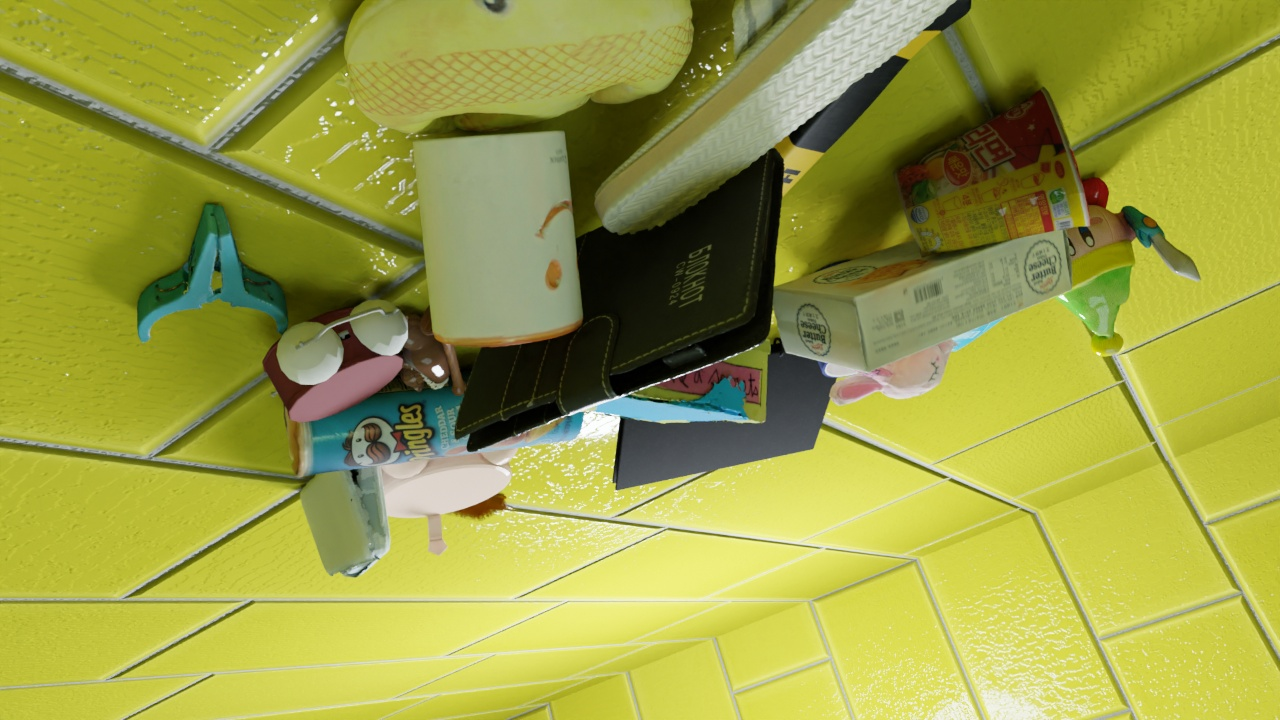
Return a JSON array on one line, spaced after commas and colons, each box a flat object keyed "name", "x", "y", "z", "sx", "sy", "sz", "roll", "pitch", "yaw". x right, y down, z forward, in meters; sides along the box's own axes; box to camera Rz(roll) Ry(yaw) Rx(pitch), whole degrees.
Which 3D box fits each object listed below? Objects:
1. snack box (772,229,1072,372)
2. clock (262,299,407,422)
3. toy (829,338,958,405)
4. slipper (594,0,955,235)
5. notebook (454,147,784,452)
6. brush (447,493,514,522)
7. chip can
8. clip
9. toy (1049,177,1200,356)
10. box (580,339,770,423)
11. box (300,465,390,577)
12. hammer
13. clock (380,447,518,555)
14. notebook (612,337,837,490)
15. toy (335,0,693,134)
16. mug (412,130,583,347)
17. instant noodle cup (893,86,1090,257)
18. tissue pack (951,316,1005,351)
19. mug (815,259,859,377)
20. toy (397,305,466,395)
[{"name": "snack box", "x": 0.216, "y": -0.055, "z": 0.708, "sx": 0.207, "sy": 0.057, "sz": 0.104, "roll": -19, "pitch": -164, "yaw": -22}, {"name": "clock", "x": -0.205, "y": -0.002, "z": 0.619, "sx": 0.087, "sy": 0.044, "sz": 0.125, "roll": -25, "pitch": 168, "yaw": -36}, {"name": "toy", "x": 0.213, "y": 0.008, "z": 0.765, "sx": 0.110, "sy": 0.047, "sz": 0.064, "roll": -8, "pitch": 146, "yaw": -14}, {"name": "slipper", "x": 0.078, "y": -0.158, "z": 0.464, "sx": 0.273, "sy": 0.054, "sz": 0.114, "roll": -38, "pitch": 173, "yaw": 23}, {"name": "notebook", "x": -0.014, "y": -0.035, "z": 0.542, "sx": 0.210, "sy": 0.169, "sz": 0.029, "roll": -23, "pitch": 125, "yaw": 31}, {"name": "brush", "x": -0.181, "y": 0.169, "z": 1.059, "sx": 0.048, "sy": 0.017, "sz": 0.126, "roll": -26, "pitch": 155, "yaw": 17}, {"name": "chip can", "x": -0.163, "y": 0.042, "z": 0.736, "sx": 0.229, "sy": 0.079, "sz": 0.080, "roll": -5, "pitch": 153, "yaw": -28}, {"name": "clip", "x": -0.266, "y": -0.041, "z": 0.552, "sx": 0.118, "sy": 0.033, "sz": 0.120, "roll": -16, "pitch": 156, "yaw": 6}, {"name": "toy", "x": 0.383, "y": -0.079, "z": 0.778, "sx": 0.124, "sy": 0.131, "sz": 0.097, "roll": -24, "pitch": 150, "yaw": 12}, {"name": "box", "x": -0.004, "y": 0.004, "z": 0.716, "sx": 0.125, "sy": 0.079, "sz": 0.220, "roll": -4, "pitch": 172, "yaw": 41}, {"name": "box", "x": -0.254, "y": 0.137, "z": 0.815, "sx": 0.063, "sy": 0.118, "sz": 0.214, "roll": -15, "pitch": 168, "yaw": -32}, {"name": "hammer", "x": 0.087, "y": -0.126, "z": 0.607, "sx": 0.169, "sy": 0.034, "sz": 0.326, "roll": 2, "pitch": 148, "yaw": -35}, {"name": "clock", "x": -0.187, "y": 0.111, "z": 0.864, "sx": 0.131, "sy": 0.086, "sz": 0.161, "roll": -5, "pitch": 147, "yaw": -26}, {"name": "notebook", "x": 0.089, "y": 0.049, "z": 0.923, "sx": 0.231, "sy": 0.019, "sz": 0.169, "roll": -9, "pitch": 134, "yaw": -18}, {"name": "toy", "x": -0.056, "y": -0.147, "z": 0.425, "sx": 0.170, "sy": 0.064, "sz": 0.155, "roll": -11, "pitch": 171, "yaw": -9}, {"name": "mug", "x": -0.076, "y": -0.067, "z": 0.493, "sx": 0.082, "sy": 0.105, "sz": 0.082, "roll": -4, "pitch": -166, "yaw": 1}, {"name": "instant noodle cup", "x": 0.243, "y": -0.124, "z": 0.648, "sx": 0.113, "sy": 0.100, "sz": 0.100, "roll": -17, "pitch": 158, "yaw": 22}, {"name": "tissue pack", "x": 0.277, "y": -0.047, "z": 0.859, "sx": 0.144, "sy": 0.061, "sz": 0.093, "roll": -6, "pitch": 153, "yaw": -25}, {"name": "mug", "x": 0.166, "y": -0.037, "z": 0.788, "sx": 0.111, "sy": 0.076, "sz": 0.075, "roll": 3, "pitch": 148, "yaw": -39}, {"name": "toy", "x": -0.154, "y": -0.010, "z": 0.667, "sx": 0.055, "sy": 0.041, "sz": 0.102, "roll": 19, "pitch": 147, "yaw": 12}]
